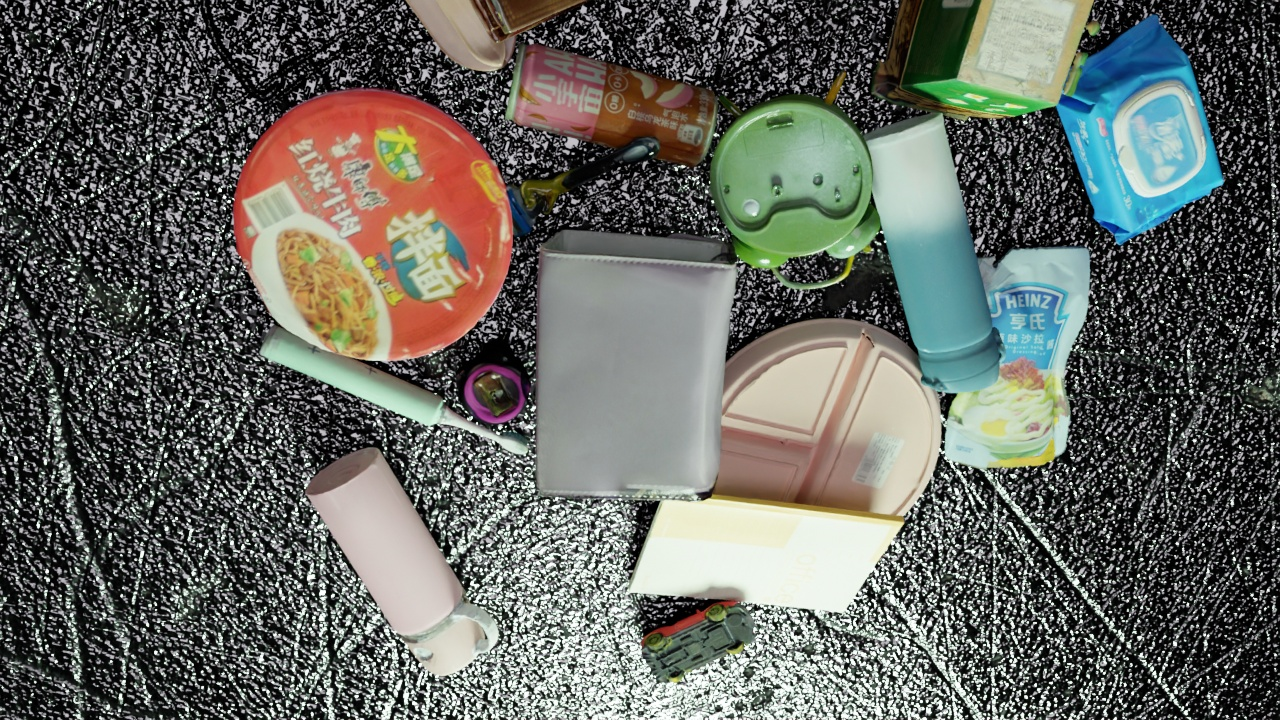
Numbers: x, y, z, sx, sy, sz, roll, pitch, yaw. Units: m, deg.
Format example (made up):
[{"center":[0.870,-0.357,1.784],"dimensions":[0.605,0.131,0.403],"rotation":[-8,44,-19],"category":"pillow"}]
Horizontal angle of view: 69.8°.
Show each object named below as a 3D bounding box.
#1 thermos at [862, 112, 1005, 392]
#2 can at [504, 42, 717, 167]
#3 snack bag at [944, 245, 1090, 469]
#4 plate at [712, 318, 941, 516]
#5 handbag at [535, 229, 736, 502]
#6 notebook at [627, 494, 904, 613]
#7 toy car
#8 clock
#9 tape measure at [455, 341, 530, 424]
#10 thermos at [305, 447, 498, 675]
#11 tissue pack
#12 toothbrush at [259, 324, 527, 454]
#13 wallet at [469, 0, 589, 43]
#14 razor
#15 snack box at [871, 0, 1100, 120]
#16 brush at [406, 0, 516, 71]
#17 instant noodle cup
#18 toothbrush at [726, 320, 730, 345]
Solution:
[{"center":[0.231,-0.079,0.719],"dimensions":[0.070,0.070,0.220],"rotation":[-20,105,0],"category":"thermos"},{"center":[-0.021,-0.185,0.666],"dimensions":[0.147,0.058,0.058],"rotation":[11,107,-10],"category":"can"},{"center":[0.319,-0.002,0.780],"dimensions":[0.110,0.038,0.191],"rotation":[1,108,5],"category":"snack bag"},{"center":[0.151,0.076,0.782],"dimensions":[0.229,0.028,0.230],"rotation":[-3,113,-8],"category":"plate"},{"center":[-0.004,0.004,0.706],"dimensions":[0.145,0.098,0.197],"rotation":[7,110,9],"category":"handbag"},{"center":[0.104,0.168,0.795],"dimensions":[0.206,0.010,0.146],"rotation":[8,133,-10],"category":"notebook"},{"center":[0.053,0.254,0.837],"dimensions":[0.106,0.031,0.049],"rotation":[-26,110,6],"category":"toy car"},{"center":[0.117,-0.126,0.687],"dimensions":[0.116,0.056,0.161],"rotation":[-5,117,20],"category":"clock"},{"center":[-0.117,0.022,0.734],"dimensions":[0.057,0.039,0.058],"rotation":[-31,109,4],"category":"tape measure"},{"center":[-0.189,0.169,0.756],"dimensions":[0.087,0.067,0.198],"rotation":[-14,111,31],"category":"thermos"},{"center":[0.391,-0.178,0.719],"dimensions":[0.095,0.052,0.157],"rotation":[-29,109,3],"category":"tissue pack"},{"center":[-0.192,0.028,0.735],"dimensions":[0.224,0.027,0.027],"rotation":[25,117,-14],"category":"toothbrush"},{"center":[-0.076,-0.279,0.610],"dimensions":[0.124,0.032,0.101],"rotation":[-40,111,-37],"category":"wallet"},{"center":[-0.046,-0.135,0.677],"dimensions":[0.143,0.022,0.043],"rotation":[-19,121,29],"category":"razor"},{"center":[0.249,-0.234,0.656],"dimensions":[0.117,0.105,0.118],"rotation":[10,106,-9],"category":"snack box"},{"center":[-0.136,-0.261,0.619],"dimensions":[0.063,0.073,0.145],"rotation":[-33,111,4],"category":"brush"},{"center":[-0.190,-0.100,0.671],"dimensions":[0.193,0.065,0.194],"rotation":[-2,109,-7],"category":"instant noodle cup"},{"center":[0.056,0.049,0.776],"dimensions":[0.014,0.017,0.189],"rotation":[4,109,-11],"category":"toothbrush"}]
